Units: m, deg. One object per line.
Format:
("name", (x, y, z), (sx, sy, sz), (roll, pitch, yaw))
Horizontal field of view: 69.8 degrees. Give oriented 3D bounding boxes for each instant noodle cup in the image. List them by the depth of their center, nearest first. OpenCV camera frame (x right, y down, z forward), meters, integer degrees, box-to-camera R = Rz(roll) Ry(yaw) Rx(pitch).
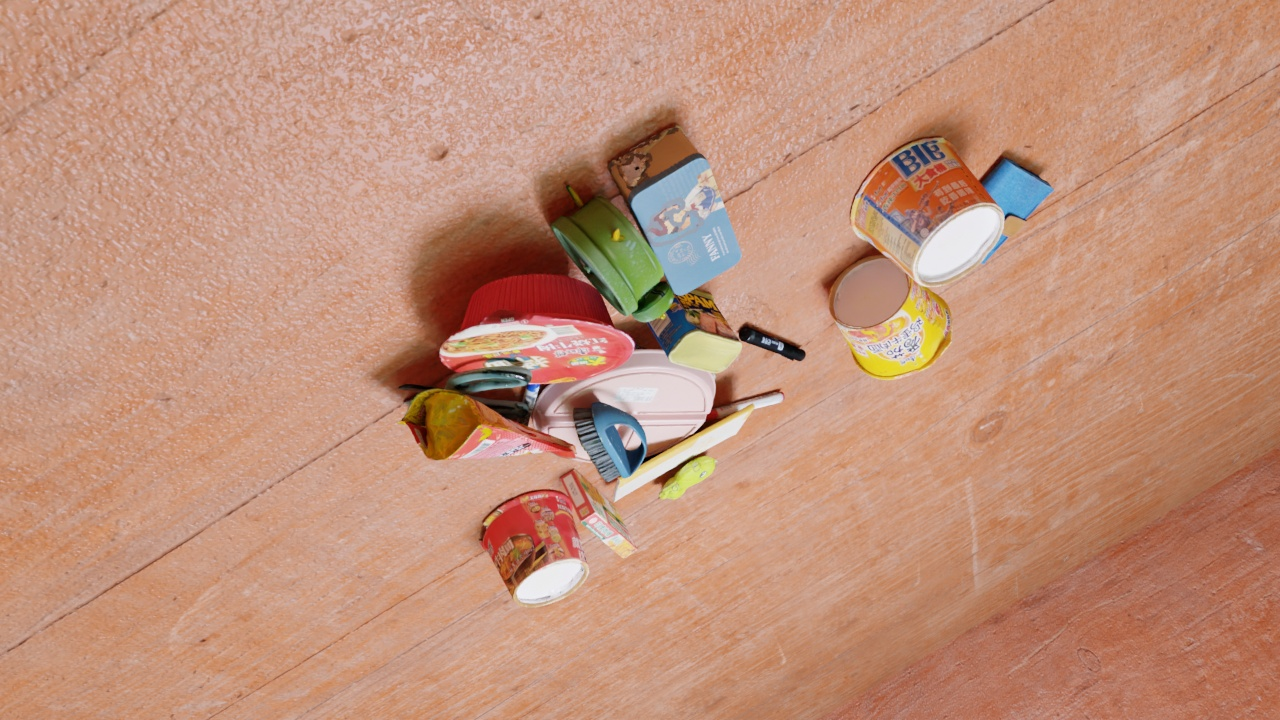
("instant noodle cup", (-0.103, -0.034, 0.921), (0.194, 0.065, 0.194), (-3, 162, -1))
("instant noodle cup", (0.339, -0.165, 1.068), (0.151, 0.111, 0.152), (-19, 142, -15))
("instant noodle cup", (0.311, -0.061, 1.164), (0.138, 0.138, 0.110), (-39, 135, 12))
("instant noodle cup", (-0.137, 0.261, 1.251), (0.137, 0.108, 0.138), (-19, 142, -16))

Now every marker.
("marker", (-0.136, 0.059, 1.091), (0.016, 0.017, 0.146), (-6, 138, -29))
("marker", (0.174, -0.020, 1.206), (0.022, 0.020, 0.132), (-19, 156, 38))
("marker", (0.137, 0.066, 1.284), (0.145, 0.017, 0.017), (-13, 140, -21))

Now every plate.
("plate", (-0.017, 0.064, 1.128), (0.229, 0.028, 0.230), (-9, 145, -6))

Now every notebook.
("notebook", (0.055, 0.126, 1.246), (0.206, 0.010, 0.146), (-27, 166, -13))

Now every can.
("can", (0.059, -0.037, 1.054), (0.102, 0.083, 0.057), (13, 126, -42))

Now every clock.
("clock", (-0.024, -0.095, 0.907), (0.056, 0.116, 0.161), (-40, 141, -4))

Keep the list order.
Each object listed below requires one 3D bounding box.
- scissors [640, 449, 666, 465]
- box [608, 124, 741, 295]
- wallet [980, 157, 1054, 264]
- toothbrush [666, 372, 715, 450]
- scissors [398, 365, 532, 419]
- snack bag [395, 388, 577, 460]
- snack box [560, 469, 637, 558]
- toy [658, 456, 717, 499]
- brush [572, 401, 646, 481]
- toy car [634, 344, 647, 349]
("scissors", (0.024, 0.072, 1.215), (0.182, 0.015, 0.210), (-23, 143, -8))
("box", (0.040, -0.145, 0.933), (0.090, 0.063, 0.184), (-31, 142, 3))
("wallet", (0.455, -0.190, 1.183), (0.106, 0.040, 0.133), (13, 127, -37))
("toothbrush", (0.059, 0.082, 1.251), (0.016, 0.016, 0.181), (4, 132, -27))
("scissors", (-0.165, 0.037, 0.993), (0.175, 0.019, 0.169), (-15, 160, 31))
("snack bag", (-0.167, 0.085, 1.012), (0.129, 0.073, 0.207), (-2, 167, 20))
("snack box", (-0.057, 0.216, 1.278), (0.027, 0.077, 0.156), (-32, 144, 3))
("toy", (0.070, 0.170, 1.341), (0.100, 0.031, 0.096), (-36, 163, 10))
("brush", (-0.030, 0.095, 1.091), (0.073, 0.055, 0.144), (-15, 144, 5))
("toy car", (-0.007, 0.006, 1.105), (0.105, 0.031, 0.049), (20, 121, -45))
